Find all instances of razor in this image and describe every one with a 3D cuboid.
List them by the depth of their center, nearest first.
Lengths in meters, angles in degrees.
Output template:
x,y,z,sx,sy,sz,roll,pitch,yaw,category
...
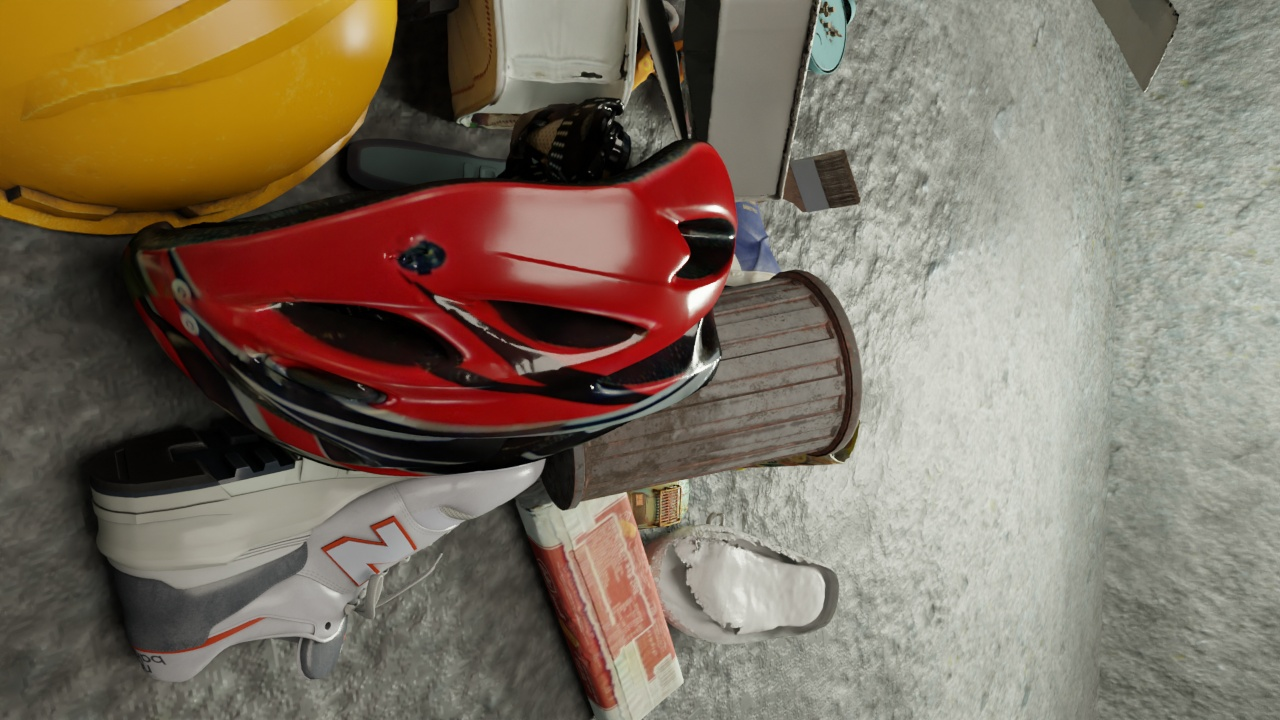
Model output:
x,y,z,sx,sy,sz,roll,pitch,yaw,category
-0.110,-0.107,0.548,0.142,0.052,0.047,2,91,-43,razor

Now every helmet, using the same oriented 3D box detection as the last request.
x,y,z,sx,sy,sz,roll,pitch,yaw,category
-0.177,-0.158,0.376,0.254,0.131,0.205,-35,122,-44,helmet
-0.083,-0.034,0.426,0.271,0.218,0.167,-10,102,-24,helmet

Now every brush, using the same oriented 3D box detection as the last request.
x,y,z,sx,sy,sz,roll,pitch,yaw,category
0.106,-0.135,0.741,0.008,0.143,0.045,-47,121,-41,brush

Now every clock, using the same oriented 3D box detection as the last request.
x,y,z,sx,sy,sz,roll,pitch,yaw,category
0.163,-0.327,0.866,0.090,0.053,0.124,41,62,-48,clock

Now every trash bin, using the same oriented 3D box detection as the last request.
x,y,z,sx,sy,sz,roll,pitch,yaw,category
0.037,0.016,0.611,0.210,0.131,0.131,-11,105,-19,trash bin

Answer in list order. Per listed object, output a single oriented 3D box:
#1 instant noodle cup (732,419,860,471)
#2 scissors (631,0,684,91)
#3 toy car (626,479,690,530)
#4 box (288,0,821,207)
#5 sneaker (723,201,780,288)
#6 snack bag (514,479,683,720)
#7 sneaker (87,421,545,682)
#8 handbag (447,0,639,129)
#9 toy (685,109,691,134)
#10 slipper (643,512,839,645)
x,y,z,sx,sy,sz,roll,pitch,yaw,category
0.134,0.056,0.832,0.102,0.108,0.102,-4,95,-52,instant noodle cup
0.000,-0.230,0.697,0.130,0.013,0.070,-47,129,-40,scissors
0.011,0.112,0.727,0.111,0.047,0.047,-5,100,-49,toy car
-0.084,-0.193,0.631,0.172,0.404,0.168,66,15,-54,box
0.009,-0.103,0.667,0.232,0.092,0.118,2,75,-35,sneaker
-0.027,0.176,0.684,0.077,0.041,0.225,-31,118,-28,snack bag
-0.158,0.097,0.482,0.239,0.089,0.124,1,103,-44,sneaker
-0.060,-0.233,0.516,0.096,0.142,0.198,-5,101,-22,handbag
0.065,-0.237,0.756,0.063,0.047,0.110,1,101,-55,toy
0.085,0.194,0.812,0.246,0.075,0.112,20,64,-45,slipper
